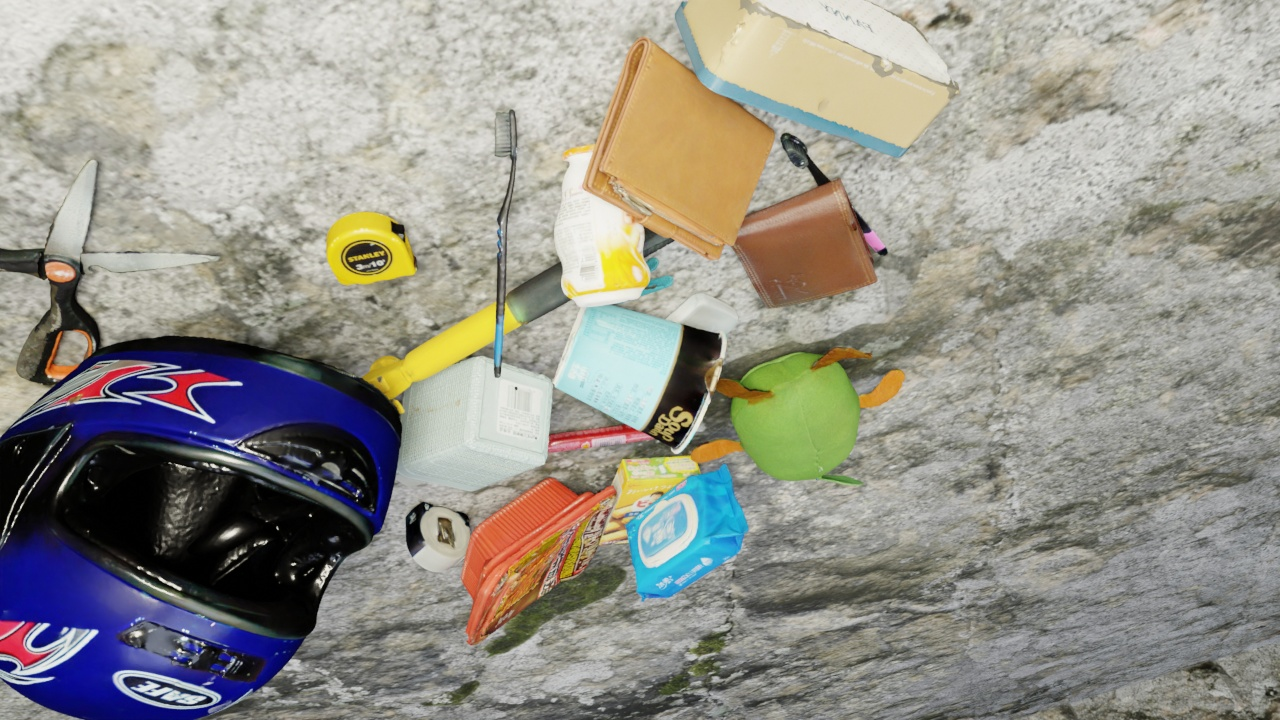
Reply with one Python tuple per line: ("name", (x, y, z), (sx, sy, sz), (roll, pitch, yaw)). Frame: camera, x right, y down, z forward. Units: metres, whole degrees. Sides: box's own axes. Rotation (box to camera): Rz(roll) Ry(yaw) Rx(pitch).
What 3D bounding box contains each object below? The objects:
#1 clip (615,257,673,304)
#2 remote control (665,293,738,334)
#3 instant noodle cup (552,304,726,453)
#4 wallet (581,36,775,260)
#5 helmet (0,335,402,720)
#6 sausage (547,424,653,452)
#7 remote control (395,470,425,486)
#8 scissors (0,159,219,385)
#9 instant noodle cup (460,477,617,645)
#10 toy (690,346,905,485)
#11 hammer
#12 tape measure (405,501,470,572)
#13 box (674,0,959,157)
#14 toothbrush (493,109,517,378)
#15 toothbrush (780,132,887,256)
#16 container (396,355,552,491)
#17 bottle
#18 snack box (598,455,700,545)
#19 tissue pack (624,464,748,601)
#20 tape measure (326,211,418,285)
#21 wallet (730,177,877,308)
("clip", (-0.002, -0.063, 0.762), (0.054, 0.013, 0.034), (-28, 140, 17))
("remote control", (0.026, -0.011, 0.832), (0.055, 0.020, 0.136), (22, 130, -37))
("instant noodle cup", (-0.005, 0.004, 0.762), (0.120, 0.111, 0.111), (22, 134, -7))
("wallet", (0.029, -0.138, 0.623), (0.131, 0.031, 0.108), (22, 87, -39))
("helmet", (-0.328, 0.131, 0.649), (0.316, 0.239, 0.247), (-8, 149, 35))
("sausage", (-0.027, 0.076, 0.926), (0.155, 0.020, 0.020), (-6, 142, -11))
("remote control", (-0.238, 0.076, 0.853), (0.058, 0.021, 0.150), (-26, 142, 14))
("scissors", (-0.413, -0.053, 0.629), (0.234, 0.021, 0.222), (2, 140, -20))
("instant noodle cup", (-0.120, 0.203, 0.969), (0.188, 0.079, 0.165), (-33, 157, -39))
("toy", (0.155, 0.055, 0.905), (0.227, 0.089, 0.247), (-18, 146, 6))
("hammer", (-0.096, -0.039, 0.709), (0.301, 0.128, 0.033), (-29, 105, 4))
("tape measure", (-0.212, 0.188, 0.968), (0.065, 0.066, 0.034), (21, 129, -38))
("box", (0.106, -0.194, 0.572), (0.184, 0.089, 0.062), (10, 137, -26))
("toothbrush", (-0.098, -0.077, 0.637), (0.016, 0.014, 0.190), (0, 109, -17))
("toothbrush", (0.160, -0.126, 0.735), (0.014, 0.017, 0.189), (-26, 144, 27))
("container", (-0.137, 0.053, 0.772), (0.090, 0.089, 0.112), (20, 154, -38))
("bottle", (-0.030, -0.093, 0.639), (0.063, 0.108, 0.063), (-9, -178, 0))
("snack box", (0.006, 0.159, 1.033), (0.086, 0.033, 0.141), (0, 138, -20))
("tissue pack", (0.045, 0.183, 0.974), (0.052, 0.094, 0.157), (29, 124, -36))
("tape measure", (-0.196, -0.082, 0.660), (0.060, 0.028, 0.057), (-12, 144, -3))
("wallet", (0.130, -0.089, 0.747), (0.101, 0.032, 0.124), (-16, 147, 18))
